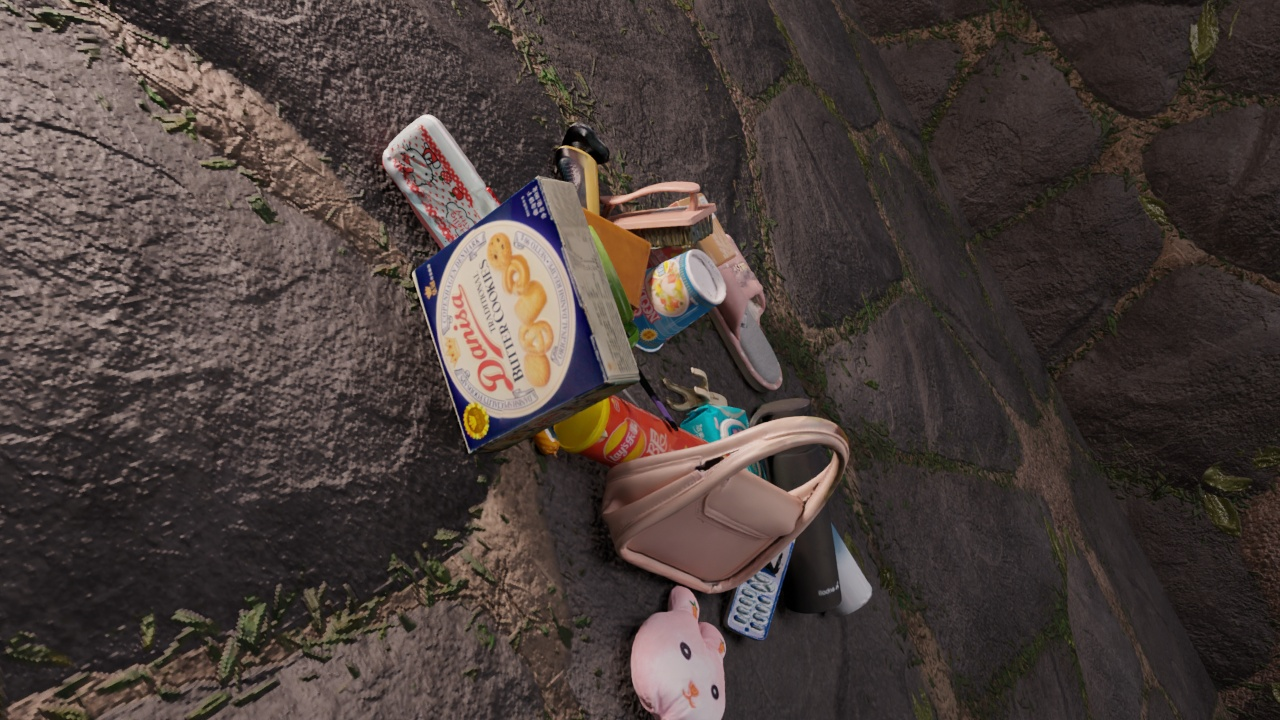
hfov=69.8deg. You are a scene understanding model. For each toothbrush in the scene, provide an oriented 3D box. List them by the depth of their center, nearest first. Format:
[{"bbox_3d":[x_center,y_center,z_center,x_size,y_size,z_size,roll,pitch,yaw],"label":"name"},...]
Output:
[{"bbox_3d":[-0.006,0.006,0.981,0.014,0.017,0.189,11,35,-47],"label":"toothbrush"}]

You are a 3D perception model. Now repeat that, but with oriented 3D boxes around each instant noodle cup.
[{"bbox_3d":[0.036,-0.076,1.075,0.099,0.110,0.099,33,42,-36],"label":"instant noodle cup"}]

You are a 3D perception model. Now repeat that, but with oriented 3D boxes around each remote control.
[{"bbox_3d":[0.130,0.242,1.008,0.049,0.024,0.124,25,68,-6],"label":"remote control"}]

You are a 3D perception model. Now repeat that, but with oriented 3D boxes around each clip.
[{"bbox_3d":[0.079,0.039,1.091,0.104,0.087,0.034,15,54,-35],"label":"clip"}]

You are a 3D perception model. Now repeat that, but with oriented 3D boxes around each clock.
[{"bbox_3d":[-0.049,-0.065,0.908,0.161,0.056,0.116,69,-5,-53],"label":"clock"}]

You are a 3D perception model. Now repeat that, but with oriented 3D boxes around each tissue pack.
[{"bbox_3d":[0.103,0.120,1.080,0.093,0.050,0.133,4,65,-55],"label":"tissue pack"}]

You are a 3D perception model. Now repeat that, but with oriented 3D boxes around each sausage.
[{"bbox_3d":[-0.119,0.020,0.872,0.165,0.022,0.021,62,33,-1],"label":"sausage"}]

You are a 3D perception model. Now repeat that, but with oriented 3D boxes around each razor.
[{"bbox_3d":[-0.064,-0.198,1.080,0.067,0.062,0.167,3,66,-20],"label":"razor"}]

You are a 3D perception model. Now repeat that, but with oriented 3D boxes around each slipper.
[{"bbox_3d":[0.133,-0.086,1.266,0.114,0.055,0.274,-17,81,-56],"label":"slipper"}]

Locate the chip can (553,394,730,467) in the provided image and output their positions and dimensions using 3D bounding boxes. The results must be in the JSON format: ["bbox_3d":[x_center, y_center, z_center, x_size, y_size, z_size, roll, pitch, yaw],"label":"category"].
[{"bbox_3d":[0.009,0.091,0.953,0.216,0.073,0.073,28,46,-41],"label":"chip can"}]

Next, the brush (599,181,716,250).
[{"bbox_3d":[0.013,-0.170,1.080,0.063,0.146,0.073,-38,122,-48],"label":"brush"}]

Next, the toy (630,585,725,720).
[{"bbox_3d":[0.042,0.285,0.878,0.121,0.054,0.159,55,25,-11],"label":"toy"}]

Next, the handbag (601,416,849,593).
[{"bbox_3d":[0.098,0.129,0.895,0.193,0.235,0.093,29,37,-41],"label":"handbag"}]

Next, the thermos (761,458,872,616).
[{"bbox_3d":[0.208,0.212,1.147,0.220,0.070,0.070,58,33,-6],"label":"thermos"}]

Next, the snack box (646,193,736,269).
[{"bbox_3d":[0.049,-0.144,1.155,0.093,0.095,0.076,61,33,-3],"label":"snack box"}]

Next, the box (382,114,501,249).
[{"bbox_3d":[-0.149,-0.140,0.875,0.201,0.100,0.094,54,40,-13],"label":"box"}]

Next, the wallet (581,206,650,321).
[{"bbox_3d":[-0.052,-0.107,1.008,0.130,0.035,0.118,25,64,-28],"label":"wallet"}]

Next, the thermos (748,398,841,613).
[{"bbox_3d":[0.175,0.170,1.067,0.089,0.068,0.242,-14,98,-21],"label":"thermos"}]

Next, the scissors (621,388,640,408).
[{"bbox_3d":[-0.051,-0.009,0.938,0.162,0.012,0.162,42,13,9],"label":"scissors"}]

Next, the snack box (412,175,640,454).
[{"bbox_3d":[-0.103,-0.032,0.783,0.045,0.183,0.178,-4,71,-52],"label":"snack box"}]

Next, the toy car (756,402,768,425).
[{"bbox_3d":[0.187,0.098,1.228,0.091,0.036,0.043,61,31,-8],"label":"toy car"}]
